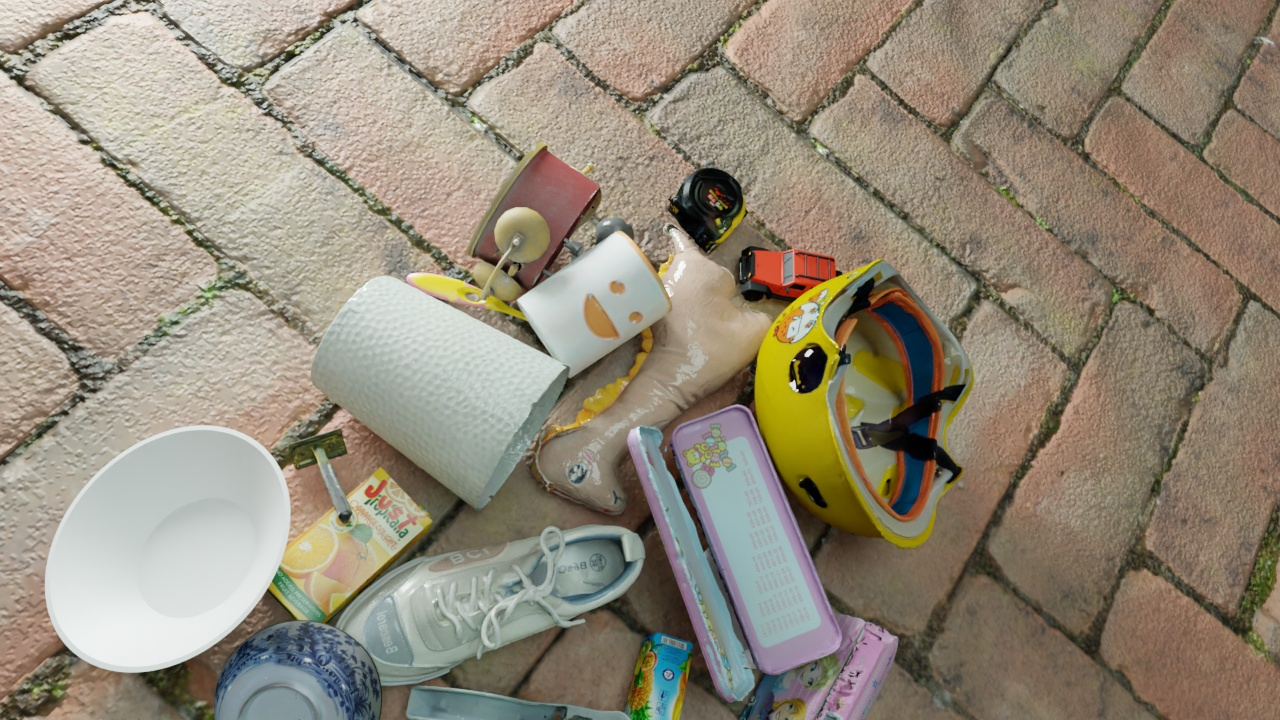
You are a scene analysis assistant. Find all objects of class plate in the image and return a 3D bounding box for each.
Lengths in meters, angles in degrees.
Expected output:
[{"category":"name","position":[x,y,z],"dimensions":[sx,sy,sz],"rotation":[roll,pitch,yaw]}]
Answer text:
[{"category":"plate","position":[-0.323,0.132,0.646],"dimensions":[0.174,0.036,0.173],"rotation":[-4,61,6]}]

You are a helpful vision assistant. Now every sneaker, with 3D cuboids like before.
[{"category":"sneaker","position":[-0.108,0.173,0.687],"dimensions":[0.241,0.091,0.089],"rotation":[-14,74,-21]}]

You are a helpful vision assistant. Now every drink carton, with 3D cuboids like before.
[{"category":"drink carton","position":[-0.219,0.142,0.693],"dimensions":[0.058,0.041,0.122],"rotation":[45,62,4]},{"category":"drink carton","position":[0.007,0.278,0.707],"dimensions":[0.038,0.044,0.128],"rotation":[20,62,-9]}]

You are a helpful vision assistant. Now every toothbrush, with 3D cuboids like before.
[{"category":"toothbrush","position":[-0.140,-0.053,0.812],"dimensions":[0.135,0.016,0.021],"rotation":[18,69,-10]}]

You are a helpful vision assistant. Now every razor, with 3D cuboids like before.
[{"category":"razor","position":[-0.232,0.089,0.688],"dimensions":[0.042,0.026,0.106],"rotation":[-16,32,-24]}]

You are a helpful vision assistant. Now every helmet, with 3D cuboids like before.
[{"category":"helmet","position":[0.174,0.044,0.795],"dimensions":[0.209,0.140,0.239],"rotation":[38,58,-33]}]

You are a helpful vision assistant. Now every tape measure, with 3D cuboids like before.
[{"category":"tape measure","position":[0.068,-0.152,0.905],"dimensions":[0.071,0.042,0.072],"rotation":[44,67,5]}]

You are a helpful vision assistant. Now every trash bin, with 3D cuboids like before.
[{"category":"trash bin","position":[-0.158,0.019,0.718],"dimensions":[0.161,0.133,0.133],"rotation":[32,62,3]}]

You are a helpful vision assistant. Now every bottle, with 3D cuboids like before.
[{"category":"bottle","position":[-0.034,-0.081,0.845],"dimensions":[0.036,0.036,0.109],"rotation":[19,64,-9]}]

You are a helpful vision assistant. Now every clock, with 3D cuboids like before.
[{"category":"clock","position":[-0.090,-0.108,0.791],"dimensions":[0.081,0.117,0.158],"rotation":[34,48,-5]}]

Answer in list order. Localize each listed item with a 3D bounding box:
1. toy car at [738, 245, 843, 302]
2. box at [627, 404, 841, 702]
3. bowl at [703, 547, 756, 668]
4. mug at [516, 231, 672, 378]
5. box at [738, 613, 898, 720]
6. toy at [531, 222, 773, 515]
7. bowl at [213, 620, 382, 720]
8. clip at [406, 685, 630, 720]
[{"category":"toy car","position":[0.146,-0.084,0.897],"dimensions":[0.100,0.049,0.051],"rotation":[10,66,-13]},{"category":"box","position":[0.065,0.145,0.720],"dimensions":[0.139,0.062,0.214],"rotation":[-9,72,-40]},{"category":"bowl","position":[0.087,0.201,0.765],"dimensions":[0.110,0.041,0.109],"rotation":[6,67,-15]},{"category":"mug","position":[-0.038,-0.047,0.771],"dimensions":[0.105,0.082,0.082],"rotation":[-35,81,-7]},{"category":"box","position":[0.113,0.300,0.721],"dimensions":[0.091,0.085,0.229],"rotation":[25,60,25]},{"category":"toy","position":[-0.005,0.005,0.814],"dimensions":[0.263,0.065,0.196],"rotation":[-34,72,-19]},{"category":"bowl","position":[-0.237,0.238,0.620],"dimensions":[0.114,0.045,0.114],"rotation":[0,89,-4]},{"category":"clip","position":[-0.088,0.265,0.678],"dimensions":[0.162,0.090,0.027],"rotation":[8,66,1]}]
